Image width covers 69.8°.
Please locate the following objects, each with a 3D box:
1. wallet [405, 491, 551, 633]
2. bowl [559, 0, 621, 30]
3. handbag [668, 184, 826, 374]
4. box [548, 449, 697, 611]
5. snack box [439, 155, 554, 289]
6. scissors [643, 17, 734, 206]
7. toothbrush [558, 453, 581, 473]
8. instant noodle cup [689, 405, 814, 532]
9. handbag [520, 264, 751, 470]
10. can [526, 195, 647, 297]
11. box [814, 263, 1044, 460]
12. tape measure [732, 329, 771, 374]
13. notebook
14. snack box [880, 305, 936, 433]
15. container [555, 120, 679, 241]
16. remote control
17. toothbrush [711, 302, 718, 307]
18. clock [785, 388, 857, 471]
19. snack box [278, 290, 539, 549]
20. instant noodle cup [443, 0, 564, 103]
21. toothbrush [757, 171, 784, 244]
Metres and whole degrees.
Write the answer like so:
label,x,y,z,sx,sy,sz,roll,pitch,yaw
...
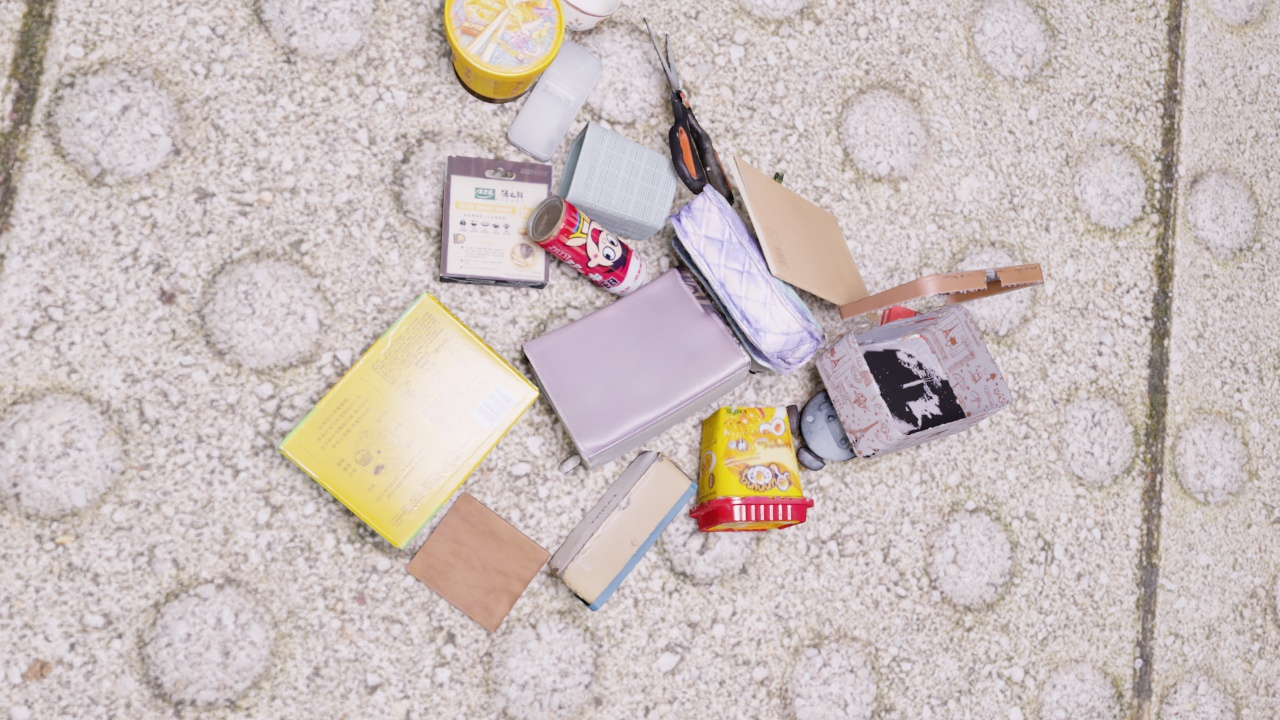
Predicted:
label,x,y,z,sx,sy,sz,roll,pitch,yaw
wallet,-0.167,0.208,0.952,0.115,0.020,0.101,38,78,-5
bowl,-0.083,-0.402,0.993,0.113,0.062,0.113,18,58,-32
handbag,0.107,-0.083,0.958,0.076,0.134,0.193,-37,67,13
box,-0.024,0.178,0.955,0.060,0.090,0.184,41,80,-9
snack box,-0.152,-0.143,0.967,0.113,0.053,0.125,3,84,-14
scissors,0.050,-0.266,1.003,0.022,0.210,0.222,-22,113,25
toothbrush,-0.015,0.066,1.004,0.180,0.018,0.015,-37,90,-16
instant noodle cup,0.115,0.117,0.988,0.116,0.116,0.123,2,73,-14
handbag,-0.006,0.006,0.959,0.197,0.098,0.145,-29,77,-7
can,-0.053,-0.117,0.961,0.132,0.053,0.053,32,77,-41
box,0.315,-0.015,0.948,0.182,0.194,0.156,-12,72,-28
tape measure,0.136,-0.019,1.033,0.066,0.033,0.066,-17,101,-16
notebook,0.178,-0.126,0.979,0.211,0.012,0.149,16,49,-47
snack box,0.310,0.016,1.083,0.075,0.025,0.152,16,81,-11
container,-0.025,-0.187,0.986,0.111,0.090,0.090,17,81,-15
remote control,-0.093,-0.285,1.011,0.056,0.020,0.135,30,79,-9
toothbrush,0.040,-0.055,1.020,0.180,0.016,0.016,-11,83,-9
clock,0.207,0.077,1.032,0.122,0.055,0.082,-25,87,1
snack box,-0.229,0.059,0.922,0.157,0.070,0.209,42,77,-7
instant noodle cup,-0.145,-0.331,0.953,0.118,0.114,0.118,1,84,-14
toothbrush,0.135,-0.133,1.059,0.017,0.012,0.185,18,81,-7
